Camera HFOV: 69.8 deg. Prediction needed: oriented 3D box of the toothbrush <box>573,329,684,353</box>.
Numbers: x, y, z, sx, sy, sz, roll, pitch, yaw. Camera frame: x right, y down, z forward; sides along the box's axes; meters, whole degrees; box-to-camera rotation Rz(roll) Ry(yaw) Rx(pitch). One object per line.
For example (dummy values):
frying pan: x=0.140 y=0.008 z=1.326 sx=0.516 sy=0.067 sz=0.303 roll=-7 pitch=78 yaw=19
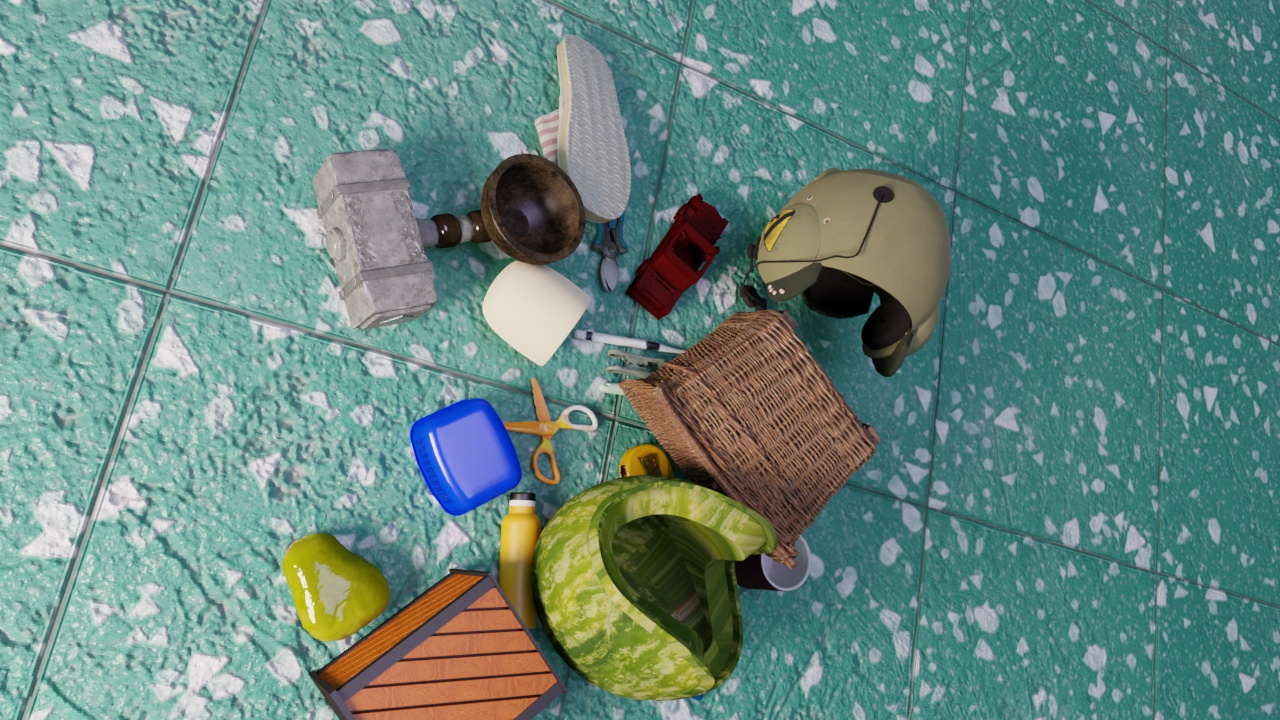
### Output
toothbrush: x=0.005 y=-0.021 z=1.132 sx=0.186 sy=0.017 sz=0.012 roll=8 pitch=50 yaw=-25

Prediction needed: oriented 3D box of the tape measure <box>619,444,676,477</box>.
tape measure: x=0.007 y=0.129 z=1.096 sx=0.068 sy=0.030 sz=0.059 roll=-26 pitch=95 yaw=-29

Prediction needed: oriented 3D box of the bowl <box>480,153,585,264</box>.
bowl: x=-0.125 y=-0.158 z=1.002 sx=0.121 sy=0.056 sz=0.121 roll=11 pitch=71 yaw=-36

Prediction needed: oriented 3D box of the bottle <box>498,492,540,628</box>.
bottle: x=-0.132 y=0.217 z=1.000 sx=0.043 sy=0.043 sz=0.143 roll=7 pitch=77 yaw=-26

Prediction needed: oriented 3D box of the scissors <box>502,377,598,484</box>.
scissors: x=-0.103 y=0.079 z=1.060 sx=0.131 sy=0.011 sz=0.125 roll=-14 pitch=88 yaw=-30

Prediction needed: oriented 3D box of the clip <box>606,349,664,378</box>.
clip: x=-0.006 y=0.006 z=1.118 sx=0.076 sy=0.023 sz=0.044 roll=11 pitch=73 yaw=-27

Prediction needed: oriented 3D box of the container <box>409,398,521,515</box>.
container: x=-0.185 y=0.102 z=0.987 sx=0.096 sy=0.058 sz=0.114 roll=-26 pitch=92 yaw=-29

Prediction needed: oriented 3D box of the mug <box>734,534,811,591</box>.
mug: x=0.156 y=0.227 z=1.123 sx=0.073 sy=0.083 sz=0.105 roll=16 pitch=73 yaw=-24

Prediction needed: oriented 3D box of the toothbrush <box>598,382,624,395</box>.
toothbrush: x=0.020 y=0.040 z=1.129 sx=0.154 sy=0.015 sz=0.022 roll=8 pitch=46 yaw=-25

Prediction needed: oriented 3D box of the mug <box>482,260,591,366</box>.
mug: x=-0.120 y=-0.066 z=1.039 sx=0.100 sy=0.096 sz=0.120 roll=36 pitch=28 yaw=-8

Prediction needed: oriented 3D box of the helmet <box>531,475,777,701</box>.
helmet: x=0.004 y=0.237 z=0.955 sx=0.243 sy=0.248 sz=0.212 roll=25 pitch=56 yaw=9

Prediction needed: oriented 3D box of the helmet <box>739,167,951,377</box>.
helmet: x=0.256 y=-0.119 z=1.131 sx=0.250 sy=0.256 sz=0.232 roll=32 pitch=71 yaw=-20

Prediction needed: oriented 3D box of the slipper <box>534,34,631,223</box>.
slipper: x=-0.072 y=-0.278 z=1.109 sx=0.115 sy=0.052 sz=0.262 roll=18 pitch=57 yaw=-40

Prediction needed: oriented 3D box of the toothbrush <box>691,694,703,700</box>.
toothbrush: x=0.007 y=0.356 z=1.061 sx=0.167 sy=0.014 sz=0.014 roll=33 pitch=62 yaw=-17

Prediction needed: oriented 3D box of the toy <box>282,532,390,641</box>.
toy: x=-0.304 y=0.219 z=0.907 sx=0.089 sy=0.051 sz=0.110 roll=-33 pitch=93 yaw=-31

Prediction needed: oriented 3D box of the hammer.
hammer: x=-0.188 y=-0.149 z=1.031 sx=0.325 sy=0.080 sz=0.177 roll=-14 pitch=87 yaw=-34

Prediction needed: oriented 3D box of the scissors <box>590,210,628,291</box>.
scissors: x=-0.034 y=-0.162 z=1.138 sx=0.145 sy=0.019 sz=0.133 roll=-43 pitch=100 yaw=-28

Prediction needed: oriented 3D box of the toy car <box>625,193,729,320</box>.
toy car: x=0.054 y=-0.137 z=1.153 sx=0.070 sy=0.062 sz=0.169 roll=40 pitch=65 yaw=-15

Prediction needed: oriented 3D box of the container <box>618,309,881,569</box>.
container: x=0.129 y=0.069 z=1.031 sx=0.183 sy=0.162 sz=0.250 roll=-40 pitch=100 yaw=-10

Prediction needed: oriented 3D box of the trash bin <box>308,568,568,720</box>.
trash bin: x=-0.198 y=0.313 z=0.892 sx=0.171 sy=0.140 sz=0.139 roll=-35 pitch=97 yaw=-28
